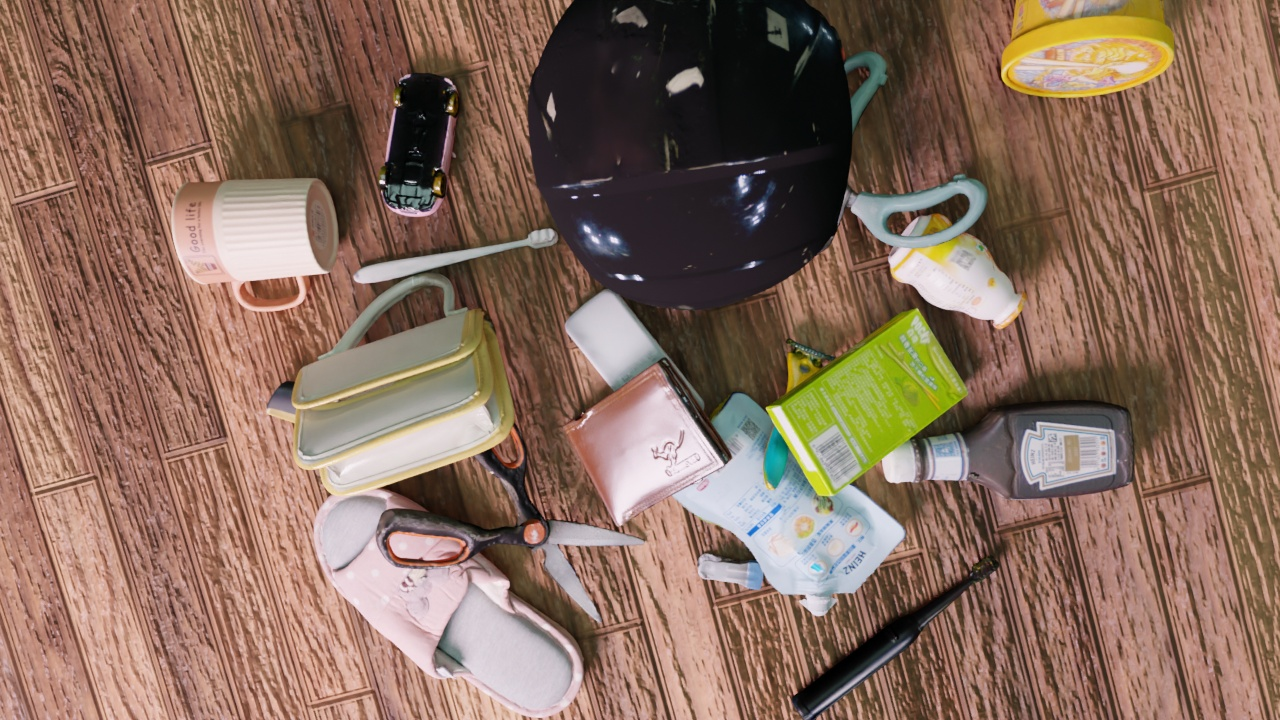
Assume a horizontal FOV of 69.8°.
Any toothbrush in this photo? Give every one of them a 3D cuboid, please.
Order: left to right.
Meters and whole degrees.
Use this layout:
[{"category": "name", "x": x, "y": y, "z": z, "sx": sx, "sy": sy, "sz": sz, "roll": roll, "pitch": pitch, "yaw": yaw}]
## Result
[{"category": "toothbrush", "x": -0.159, "y": -0.089, "z": 0.782, "sx": 0.180, "sy": 0.016, "sz": 0.016, "roll": -11, "pitch": 82, "yaw": 4}, {"category": "toothbrush", "x": 0.219, "y": 0.235, "z": 0.784, "sx": 0.213, "sy": 0.026, "sz": 0.027, "roll": -40, "pitch": 130, "yaw": 4}]

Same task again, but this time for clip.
[{"category": "clip", "x": 0.077, "y": 0.181, "z": 0.792, "sx": 0.058, "sy": 0.036, "sz": 0.026, "roll": 8, "pitch": 96, "yaw": -2}]

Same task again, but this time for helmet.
[{"category": "helmet", "x": 0.033, "y": -0.176, "z": 0.656, "sx": 0.234, "sy": 0.230, "sz": 0.274, "roll": -6, "pitch": 77, "yaw": 10}]

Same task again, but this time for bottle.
[{"category": "bottle", "x": 0.257, "y": -0.069, "z": 0.743, "sx": 0.108, "sy": 0.063, "sz": 0.063, "roll": 35, "pitch": 94, "yaw": 0}, {"category": "bottle", "x": 0.302, "y": 0.077, "z": 0.762, "sx": 0.195, "sy": 0.044, "sz": 0.080, "roll": -5, "pitch": 93, "yaw": 3}]

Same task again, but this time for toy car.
[{"category": "toy car", "x": -0.184, "y": -0.180, "z": 0.769, "sx": 0.056, "sy": 0.037, "sz": 0.122, "roll": 7, "pitch": 82, "yaw": -1}]

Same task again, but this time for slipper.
[{"category": "slipper", "x": -0.167, "y": 0.210, "z": 0.784, "sx": 0.274, "sy": 0.054, "sz": 0.114, "roll": 39, "pitch": 95, "yaw": -1}]

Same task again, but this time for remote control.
[{"category": "remote control", "x": -0.005, "y": 0.005, "z": 0.780, "sx": 0.056, "sy": 0.020, "sz": 0.136, "roll": -39, "pitch": 92, "yaw": 4}]

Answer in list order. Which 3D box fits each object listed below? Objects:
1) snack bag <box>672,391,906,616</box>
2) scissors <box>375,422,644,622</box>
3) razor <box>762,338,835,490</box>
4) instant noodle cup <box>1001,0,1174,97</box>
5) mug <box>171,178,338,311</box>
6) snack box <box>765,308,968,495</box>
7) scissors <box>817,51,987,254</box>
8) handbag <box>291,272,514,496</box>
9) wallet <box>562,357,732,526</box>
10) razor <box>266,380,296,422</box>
[{"category": "snack bag", "x": 0.118, "y": 0.123, "z": 0.774, "sx": 0.191, "sy": 0.039, "sz": 0.110, "roll": 41, "pitch": 83, "yaw": 0}, {"category": "scissors", "x": -0.105, "y": 0.127, "z": 0.757, "sx": 0.220, "sy": 0.022, "sz": 0.228, "roll": -10, "pitch": 95, "yaw": -18}, {"category": "razor", "x": 0.122, "y": 0.046, "z": 0.755, "sx": 0.043, "sy": 0.028, "sz": 0.132, "roll": 23, "pitch": 68, "yaw": -9}, {"category": "instant noodle cup", "x": 0.342, "y": -0.277, "z": 0.704, "sx": 0.118, "sy": 0.118, "sz": 0.114, "roll": 3, "pitch": 85, "yaw": 2}, {"category": "mug", "x": -0.312, "y": -0.094, "z": 0.763, "sx": 0.106, "sy": 0.081, "sz": 0.115, "roll": -3, "pitch": 120, "yaw": 1}, {"category": "snack box", "x": 0.186, "y": 0.032, "z": 0.745, "sx": 0.156, "sy": 0.026, "sz": 0.086, "roll": -33, "pitch": 93, "yaw": -18}, {"category": "scissors", "x": 0.192, "y": -0.166, "z": 0.731, "sx": 0.172, "sy": 0.019, "sz": 0.170, "roll": 6, "pitch": 88, "yaw": 33}, {"category": "handbag", "x": -0.196, "y": 0.003, "z": 0.731, "sx": 0.163, "sy": 0.063, "sz": 0.178, "roll": -19, "pitch": 55, "yaw": 2}, {"category": "wallet", "x": 0.002, "y": 0.069, "z": 0.754, "sx": 0.125, "sy": 0.032, "sz": 0.101, "roll": -34, "pitch": 87, "yaw": 29}, {"category": "razor", "x": -0.238, "y": 0.052, "z": 0.782, "sx": 0.167, "sy": 0.062, "sz": 0.068, "roll": 12, "pitch": 125, "yaw": 7}]
